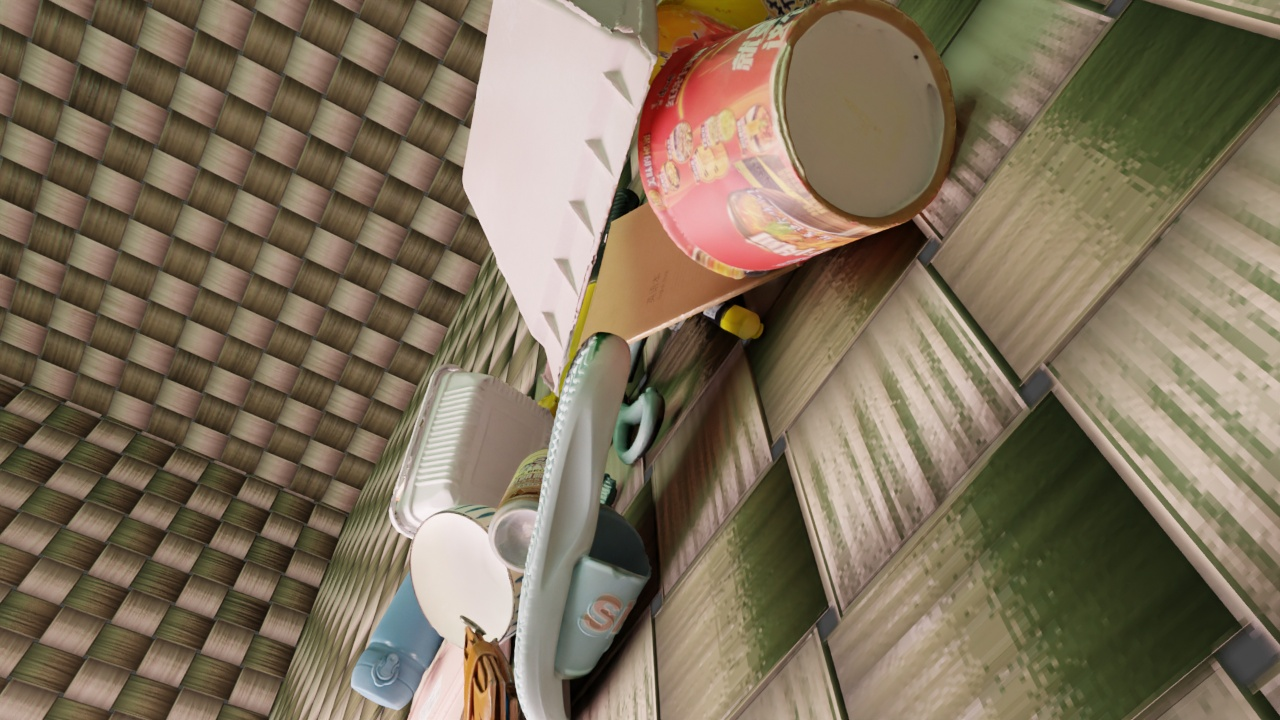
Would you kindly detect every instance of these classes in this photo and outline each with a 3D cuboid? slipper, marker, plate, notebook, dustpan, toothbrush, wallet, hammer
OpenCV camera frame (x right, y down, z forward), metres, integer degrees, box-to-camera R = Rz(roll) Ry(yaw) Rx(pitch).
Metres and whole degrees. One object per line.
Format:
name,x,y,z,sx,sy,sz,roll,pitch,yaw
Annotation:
slipper,-0.029,0.105,0.562,0.104,0.074,0.245,-119,39,-79
marker,0.059,-0.030,0.615,0.018,0.015,0.124,-62,13,4
plate,-0.172,0.324,0.775,0.230,0.028,0.229,-57,16,26
notebook,0.039,-0.086,0.660,0.212,0.012,0.149,-23,42,41
dustpan,-0.020,-0.149,0.609,0.273,0.138,0.223,57,139,37
toothbrush,-0.057,0.172,0.667,0.018,0.016,0.191,16,79,39
wallet,-0.099,0.237,0.611,0.131,0.035,0.119,176,90,-73
hammer,-0.043,-0.076,0.980,0.129,0.033,0.299,-46,24,47

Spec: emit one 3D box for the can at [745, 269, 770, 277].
can,0.070,-0.107,0.560,0.093,0.066,0.067,-62,15,-14

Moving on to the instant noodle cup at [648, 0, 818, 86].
instant noodle cup,0.078,-0.255,0.705,0.109,0.138,0.138,-58,14,-16

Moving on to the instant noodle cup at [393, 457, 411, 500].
instant noodle cup,-0.204,0.122,1.042,0.152,0.111,0.151,-56,17,26

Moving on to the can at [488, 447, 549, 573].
can,-0.077,0.113,0.708,0.058,0.058,0.116,-60,5,15

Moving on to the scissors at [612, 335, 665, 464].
scissors,-0.004,0.003,0.712,0.170,0.019,0.180,170,111,-76

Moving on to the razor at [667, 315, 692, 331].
razor,0.042,-0.087,0.725,0.043,0.028,0.132,118,164,-56

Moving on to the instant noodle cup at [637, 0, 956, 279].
instant noodle cup,0.082,-0.116,0.467,0.109,0.138,0.137,-2,63,64

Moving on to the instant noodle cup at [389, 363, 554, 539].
instant noodle cup,-0.139,0.092,0.837,0.061,0.138,0.173,-25,43,40

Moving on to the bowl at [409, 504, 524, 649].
bowl,-0.125,0.171,0.750,0.066,0.116,0.117,-13,-37,-54

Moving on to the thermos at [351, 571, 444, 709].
thermos,-0.203,0.229,0.895,0.070,0.070,0.219,-43,17,52
